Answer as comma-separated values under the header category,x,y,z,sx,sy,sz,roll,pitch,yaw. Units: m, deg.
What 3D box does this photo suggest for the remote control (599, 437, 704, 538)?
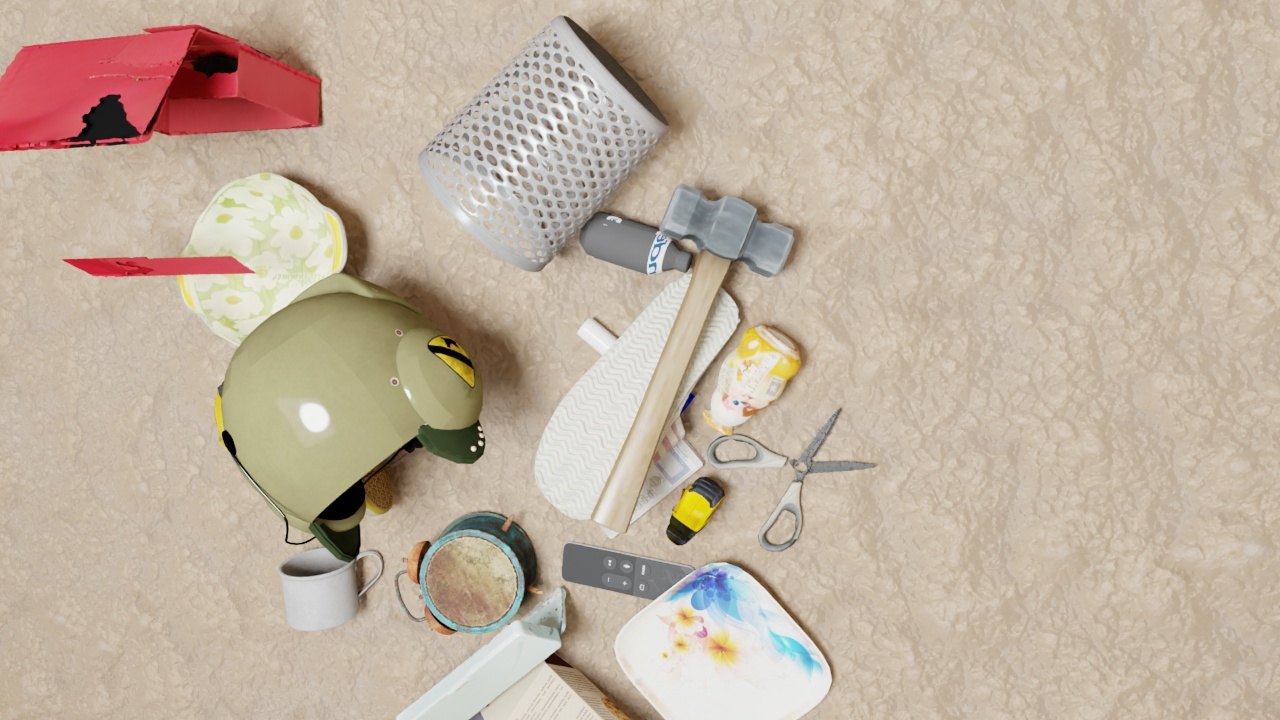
category,x,y,z,sx,sy,sz,roll,pitch,yaw
remote control,0.001,0.128,0.956,0.136,0.011,0.050,-42,86,19

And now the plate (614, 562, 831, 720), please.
category,x,y,z,sx,sy,sz,roll,pitch,yaw
plate,0.084,0.312,0.957,0.187,0.016,0.187,-42,90,19

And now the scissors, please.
category,x,y,z,sx,sy,sz,roll,pitch,yaw
scissors,0.142,0.111,0.909,0.157,0.012,0.170,22,105,11

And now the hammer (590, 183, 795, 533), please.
category,x,y,z,sx,sy,sz,roll,pitch,yaw
hammer,0.030,0.003,0.844,0.117,0.051,0.322,22,88,-4

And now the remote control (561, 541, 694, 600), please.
category,x,y,z,sx,sy,sz,roll,pitch,yaw
remote control,-0.014,0.228,0.980,0.147,0.008,0.045,8,102,16

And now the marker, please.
category,x,y,z,sx,sy,sz,roll,pitch,yaw
marker,-0.006,0.005,0.928,0.133,0.023,0.027,40,120,7

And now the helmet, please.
category,x,y,z,sx,sy,sz,roll,pitch,yaw
helmet,-0.271,0.039,0.883,0.251,0.255,0.233,-38,91,18

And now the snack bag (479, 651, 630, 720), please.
category,x,y,z,sx,sy,sz,roll,pitch,yaw
snack bag,-0.088,0.385,0.973,0.206,0.070,0.094,32,86,34

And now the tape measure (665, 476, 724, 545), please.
category,x,y,z,sx,sy,sz,roll,pitch,yaw
tape measure,0.055,0.145,0.914,0.037,0.065,0.064,35,113,12

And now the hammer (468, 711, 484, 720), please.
category,x,y,z,sx,sy,sz,roll,pitch,yaw
hammer,-0.083,0.452,1.029,0.322,0.043,0.156,22,106,15

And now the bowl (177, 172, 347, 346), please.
category,x,y,z,sx,sy,sz,roll,pitch,yaw
bowl,-0.397,-0.105,1.001,0.220,0.060,0.188,-12,86,18

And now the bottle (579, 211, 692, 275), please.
category,x,y,z,sx,sy,sz,roll,pitch,yaw
bottle,-0.004,-0.111,0.895,0.112,0.047,0.047,19,105,12

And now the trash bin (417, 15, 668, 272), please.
category,x,y,z,sx,sy,sz,roll,pitch,yaw
trash bin,-0.085,-0.201,0.849,0.183,0.156,0.156,-42,86,17

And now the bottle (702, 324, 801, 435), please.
category,x,y,z,sx,sy,sz,roll,pitch,yaw
bottle,0.103,0.020,0.877,0.063,0.063,0.109,38,107,7

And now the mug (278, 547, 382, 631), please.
category,x,y,z,sx,sy,sz,roll,pitch,yaw
mug,-0.354,0.260,1.060,0.113,0.084,0.070,-6,102,-14

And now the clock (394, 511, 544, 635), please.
category,x,y,z,sx,sy,sz,roll,pitch,yaw
clock,-0.191,0.235,1.001,0.158,0.073,0.121,-20,94,8

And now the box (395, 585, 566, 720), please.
category,x,y,z,sx,sy,sz,roll,pitch,yaw
box,-0.165,0.323,0.981,0.198,0.122,0.078,-42,103,18

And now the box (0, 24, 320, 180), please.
category,x,y,z,sx,sy,sz,roll,pitch,yaw
box,-0.492,-0.251,0.848,0.212,0.377,0.124,1,111,16

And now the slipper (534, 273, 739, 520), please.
category,x,y,z,sx,sy,sz,roll,pitch,yaw
slipper,0.000,0.036,0.892,0.115,0.052,0.263,36,88,4

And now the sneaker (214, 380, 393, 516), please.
category,x,y,z,sx,sy,sz,roll,pitch,yaw
sneaker,-0.386,0.097,1.028,0.122,0.086,0.238,-36,84,14
